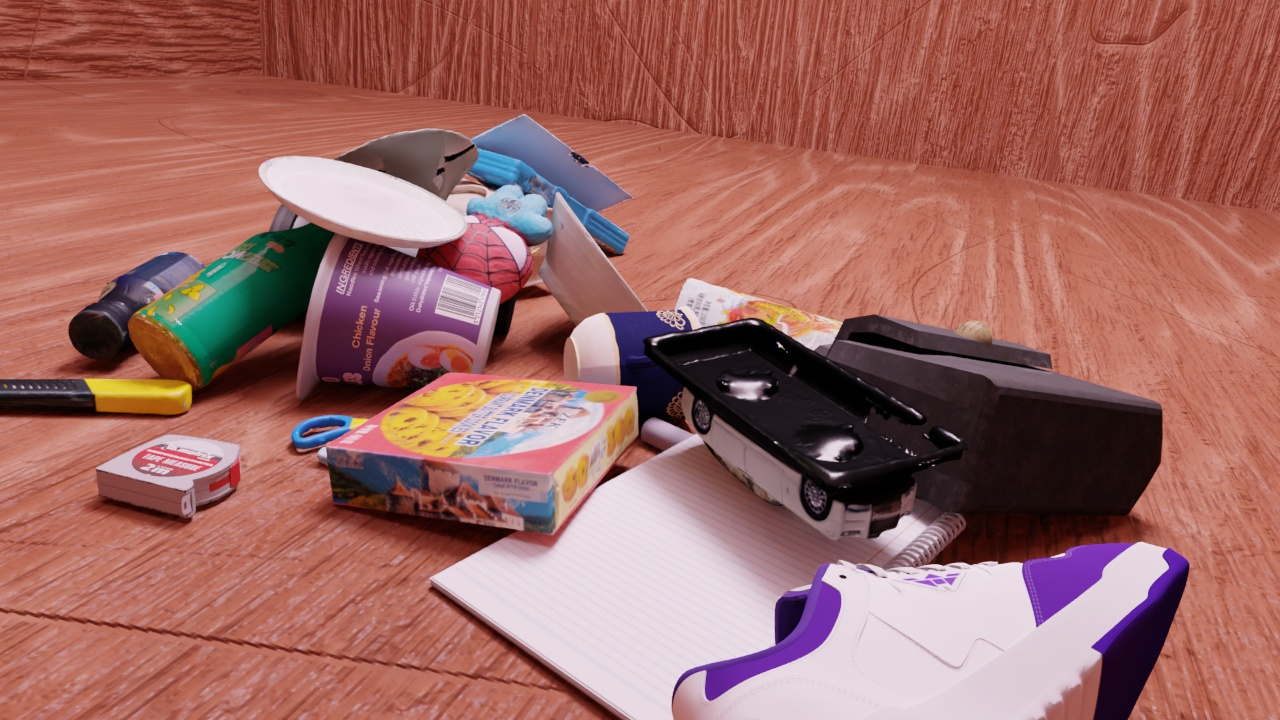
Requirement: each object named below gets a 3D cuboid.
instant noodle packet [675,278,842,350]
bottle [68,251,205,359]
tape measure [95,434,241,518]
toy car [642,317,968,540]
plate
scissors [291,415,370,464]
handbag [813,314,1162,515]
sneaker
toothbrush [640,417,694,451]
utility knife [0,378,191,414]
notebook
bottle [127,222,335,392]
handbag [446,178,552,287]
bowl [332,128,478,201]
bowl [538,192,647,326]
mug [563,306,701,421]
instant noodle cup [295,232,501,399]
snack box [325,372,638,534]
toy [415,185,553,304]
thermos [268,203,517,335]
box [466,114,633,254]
[{"bbox_3d":[0.165,-0.017,0.832,0.269,0.057,0.146,14,23,8],"label":"instant noodle packet"},{"bbox_3d":[-0.402,-0.045,0.743,0.056,0.056,0.160,4,21,-5],"label":"bottle"},{"bbox_3d":[-0.266,0.066,0.528,0.060,0.020,0.062,10,20,13],"label":"tape measure"},{"bbox_3d":[0.083,0.042,0.531,0.094,0.071,0.192,-13,27,-26],"label":"toy car"},{"bbox_3d":[-0.210,-0.120,0.702,0.157,0.014,0.156,19,21,-8],"label":"plate"},{"bbox_3d":[-0.177,0.042,0.631,0.070,0.022,0.130,17,27,29],"label":"scissors"},{"bbox_3d":[0.211,0.022,0.625,0.197,0.102,0.199,7,10,-34],"label":"handbag"},{"bbox_3d":[0.117,0.123,0.374,0.243,0.092,0.111,-16,31,-33],"label":"sneaker"},{"bbox_3d":[0.075,0.077,0.594,0.188,0.018,0.019,22,28,38],"label":"toothbrush"},{"bbox_3d":[-0.401,0.022,0.612,0.187,0.020,0.028,3,20,-11],"label":"utility knife"},{"bbox_3d":[0.041,0.102,0.495,0.178,0.013,0.244,21,30,38],"label":"notebook"},{"bbox_3d":[-0.282,-0.063,0.705,0.068,0.068,0.209,17,46,28],"label":"bottle"},{"bbox_3d":[-0.214,-0.116,0.960,0.197,0.101,0.195,-26,35,-34],"label":"handbag"},{"bbox_3d":[-0.229,-0.149,0.875,0.174,0.068,0.174,-22,-6,-3],"label":"bowl"},{"bbox_3d":[-0.043,-0.063,0.821,0.058,0.177,0.176,-37,25,2],"label":"bowl"},{"bbox_3d":[-0.004,0.004,0.662,0.089,0.085,0.112,-3,-3,-17],"label":"mug"},{"bbox_3d":[-0.175,-0.021,0.688,0.122,0.122,0.136,13,64,-7],"label":"instant noodle cup"},{"bbox_3d":[-0.090,0.051,0.567,0.145,0.040,0.142,4,18,19],"label":"snack box"},{"bbox_3d":[-0.127,-0.098,0.767,0.092,0.062,0.132,28,65,7],"label":"toy"},{"bbox_3d":[-0.223,-0.076,0.824,0.218,0.106,0.105,10,20,-3],"label":"thermos"},{"bbox_3d":[-0.101,-0.210,1.093,0.092,0.085,0.243,23,-1,32],"label":"box"}]
